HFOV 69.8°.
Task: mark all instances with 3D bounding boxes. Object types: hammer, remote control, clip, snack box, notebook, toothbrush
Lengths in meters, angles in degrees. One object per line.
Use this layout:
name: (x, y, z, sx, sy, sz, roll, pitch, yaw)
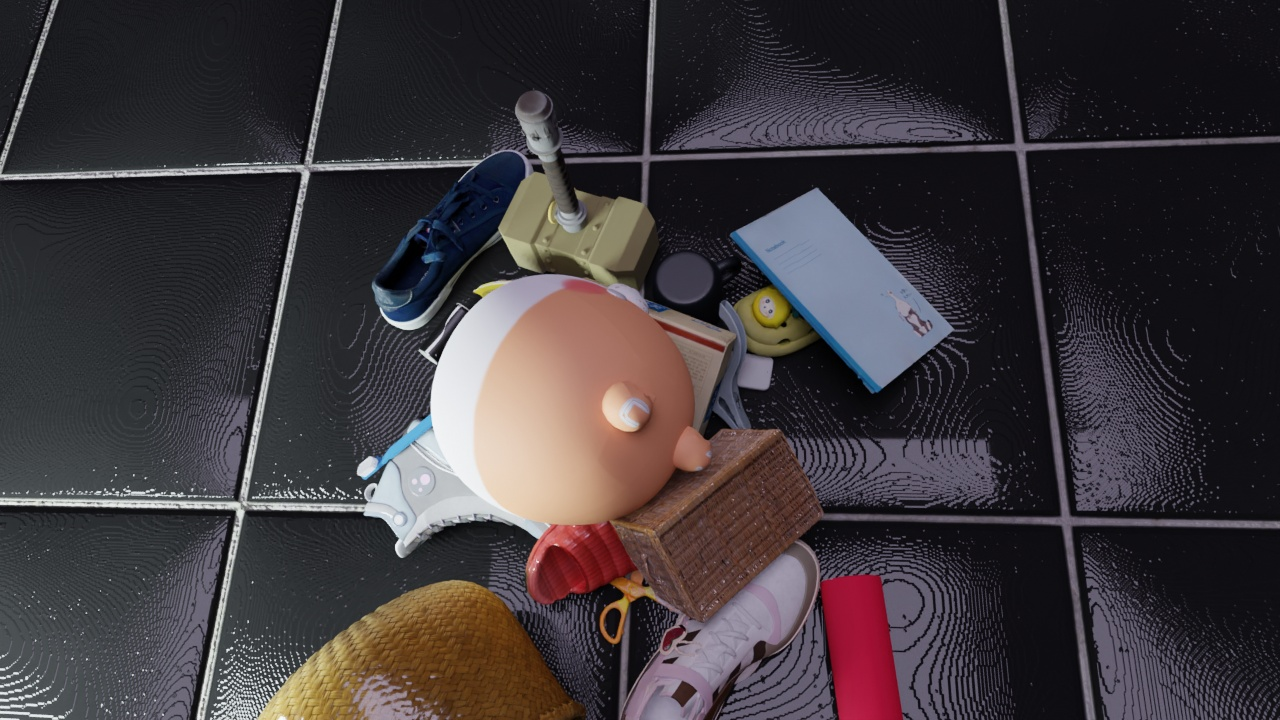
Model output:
hammer: (-0.092, -0.206, 1.089, 0.190, 0.325, 0.100, 19, 72, 13)
remote control: (0.092, 0.007, 1.155, 0.147, 0.008, 0.045, 9, 70, 10)
clip: (0.059, 0.014, 1.126, 0.165, 0.031, 0.169, -3, 100, 26)
snack box: (-0.007, 0.006, 1.102, 0.207, 0.055, 0.153, 22, 110, 15)
notebook: (0.247, -0.093, 1.112, 0.180, 0.009, 0.253, -32, 75, -36)
toothbrush: (-0.281, 0.095, 1.076, 0.167, 0.014, 0.016, -36, 47, 29)

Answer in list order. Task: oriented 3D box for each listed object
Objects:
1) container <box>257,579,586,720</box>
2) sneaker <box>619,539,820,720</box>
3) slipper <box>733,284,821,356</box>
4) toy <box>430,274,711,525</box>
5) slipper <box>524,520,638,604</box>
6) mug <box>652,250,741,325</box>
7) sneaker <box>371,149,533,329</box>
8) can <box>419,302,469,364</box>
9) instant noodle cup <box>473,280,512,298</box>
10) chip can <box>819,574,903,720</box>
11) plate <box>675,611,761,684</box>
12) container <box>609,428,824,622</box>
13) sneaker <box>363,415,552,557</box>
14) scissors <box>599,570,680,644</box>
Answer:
container: (-0.224, 0.364, 0.903, 0.306, 0.307, 0.196, -39, 73, -8)
sneaker: (0.082, 0.295, 0.955, 0.112, 0.116, 0.293, 42, 79, 13)
slipper: (0.205, -0.071, 1.134, 0.190, 0.082, 0.091, -21, 71, -4)
toy: (-0.068, 0.041, 0.951, 0.281, 0.262, 0.265, 17, 76, 40)
slipper: (-0.019, 0.195, 1.038, 0.248, 0.103, 0.059, -34, 38, -14)
mug: (0.074, -0.093, 1.149, 0.121, 0.094, 0.085, -30, 69, -5)
sneaker: (-0.249, -0.180, 1.209, 0.121, 0.127, 0.294, 32, 74, 18)
can: (-0.253, -0.035, 1.202, 0.031, 0.031, 0.080, 32, 76, 17)
instant noodle cup: (-0.156, -0.034, 1.162, 0.100, 0.100, 0.112, 1, 77, 7)
chip can: (0.240, 0.344, 0.976, 0.069, 0.069, 0.220, -6, 68, 5)
plate: (0.089, 0.310, 1.026, 0.104, 0.026, 0.104, -1, 73, 3)
container: (0.079, 0.167, 0.982, 0.198, 0.113, 0.114, -35, 105, -24)
sneaker: (-0.205, 0.188, 1.089, 0.257, 0.093, 0.160, 32, 85, 16)
scissors: (-0.004, 0.269, 1.066, 0.131, 0.011, 0.125, 12, 72, 9)
